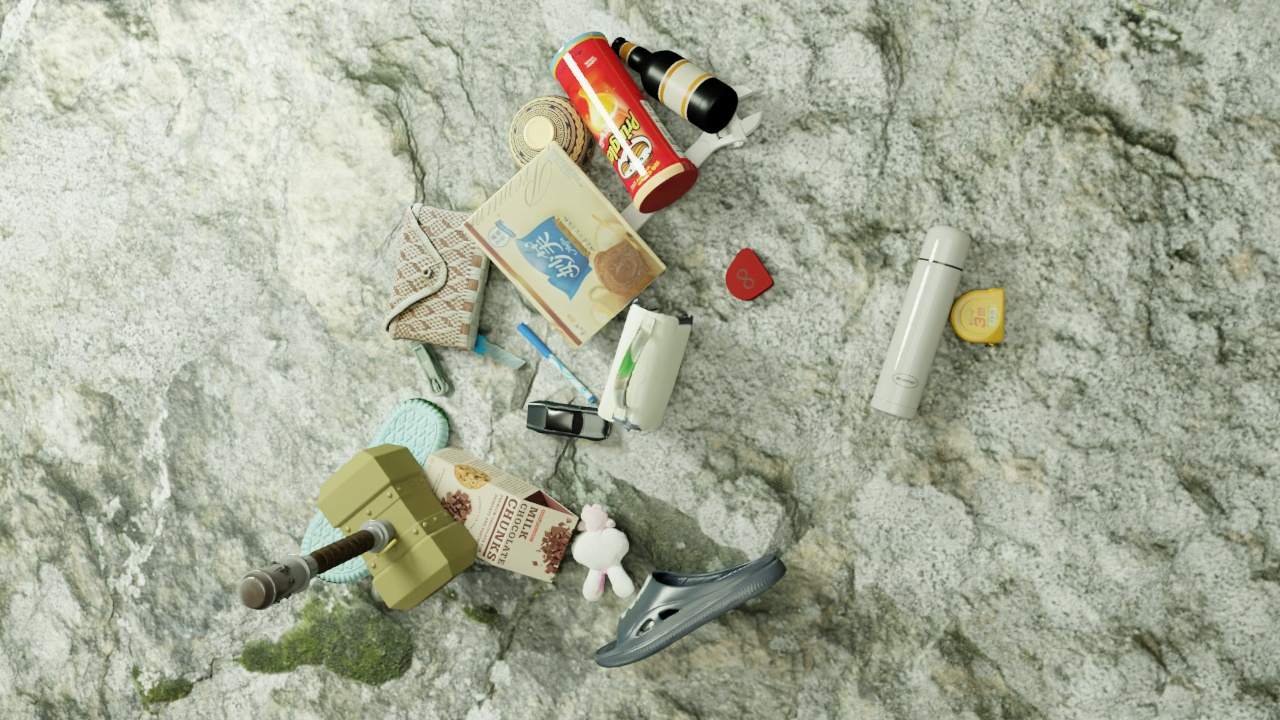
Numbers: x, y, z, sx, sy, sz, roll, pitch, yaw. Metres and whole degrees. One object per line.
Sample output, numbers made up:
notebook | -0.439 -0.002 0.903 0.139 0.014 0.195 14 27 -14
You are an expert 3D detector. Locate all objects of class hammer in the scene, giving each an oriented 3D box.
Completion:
hammer | -0.331 0.211 1.029 0.101 0.324 0.190 -39 84 13

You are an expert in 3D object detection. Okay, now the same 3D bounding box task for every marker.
marker | -0.109 0.003 1.197 0.142 0.013 0.013 45 102 8

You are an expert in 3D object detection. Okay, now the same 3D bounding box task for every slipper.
slipper | 0.047 0.292 1.127 0.268 0.110 0.083 -31 83 10
slipper | -0.348 0.177 1.240 0.116 0.069 0.276 30 85 10

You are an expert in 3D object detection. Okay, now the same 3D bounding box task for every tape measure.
tape measure | 0.129 -0.104 1.129 0.051 0.019 0.059 -35 78 15
tape measure | 0.389 -0.049 1.062 0.059 0.030 0.068 0 91 14

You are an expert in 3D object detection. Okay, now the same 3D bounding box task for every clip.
clip | -0.279 0.014 1.231 0.023 0.043 0.076 -27 87 15

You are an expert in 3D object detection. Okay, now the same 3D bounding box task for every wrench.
wrench | 0.044 -0.231 1.145 0.274 0.018 0.066 -43 82 13

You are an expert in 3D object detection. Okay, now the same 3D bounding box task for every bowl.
bowl | -0.118 -0.282 1.158 0.112 0.061 0.112 1 93 14

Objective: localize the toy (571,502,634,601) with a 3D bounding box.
toy | -0.051 0.245 1.182 0.076 0.037 0.125 -14 87 18

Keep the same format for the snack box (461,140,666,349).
snack box | -0.092 -0.138 1.121 0.153 0.055 0.207 -42 100 1

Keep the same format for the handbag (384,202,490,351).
handbag | -0.263 -0.110 1.203 0.124 0.047 0.186 10 89 10

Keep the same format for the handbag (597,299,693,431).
handbag | -0.006 0.006 1.087 0.074 0.175 0.151 19 98 14

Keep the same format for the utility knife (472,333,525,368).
utility knife | -0.244 -0.039 1.227 0.207 0.015 0.031 27 103 10

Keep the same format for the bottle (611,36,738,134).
bottle | 0.033 -0.343 1.114 0.181 0.059 0.059 40 101 24

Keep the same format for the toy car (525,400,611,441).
toy car | -0.094 0.077 1.185 0.112 0.034 0.046 7 95 13

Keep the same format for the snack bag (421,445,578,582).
snack bag | -0.189 0.202 1.197 0.206 0.069 0.094 24 99 12

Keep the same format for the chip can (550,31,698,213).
chip can | -0.021 -0.288 1.111 0.087 0.087 0.213 -35 79 13

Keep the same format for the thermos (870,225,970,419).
thermos | 0.327 -0.045 1.066 0.052 0.052 0.224 18 97 12
